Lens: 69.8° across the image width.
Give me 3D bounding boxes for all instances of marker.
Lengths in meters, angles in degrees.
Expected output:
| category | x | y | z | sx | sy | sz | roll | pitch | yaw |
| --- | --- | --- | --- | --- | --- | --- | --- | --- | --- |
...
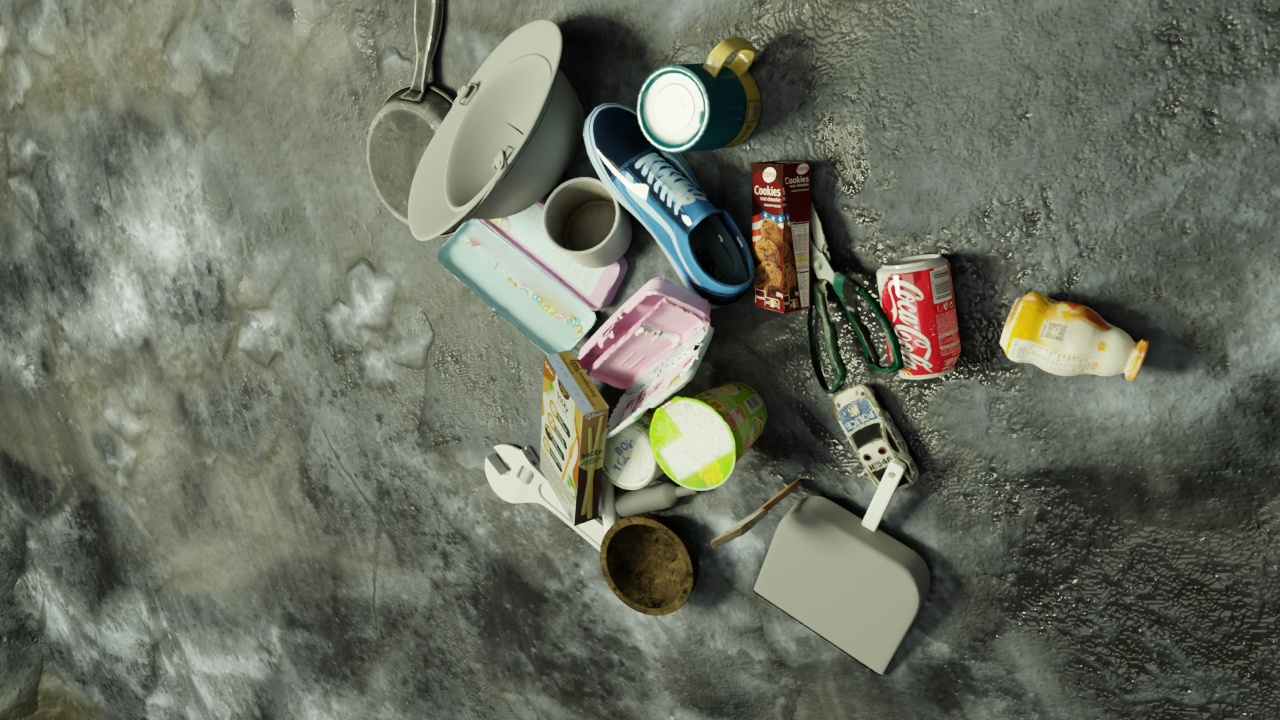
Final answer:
| category | x | y | z | sx | sy | sz | roll | pitch | yaw |
| --- | --- | --- | --- | --- | --- | --- | --- | --- | --- |
| marker | -0.038 | 0.177 | 1.115 | 0.020 | 0.020 | 0.141 | -3 | 97 | 34 |

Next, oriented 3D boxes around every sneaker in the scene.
| category | x | y | z | sx | sy | sz | roll | pitch | yaw |
| --- | --- | --- | --- | --- | --- | --- | --- | --- | --- |
| sneaker | 0.038 | -0.165 | 0.906 | 0.241 | 0.083 | 0.098 | 55 | 161 | -1 |

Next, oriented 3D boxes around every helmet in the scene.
| category | x | y | z | sx | sy | sz | roll | pitch | yaw |
| --- | --- | --- | --- | --- | --- | --- | --- | --- | --- |
| helmet | -0.134 | -0.225 | 1.000 | 0.272 | 0.117 | 0.183 | -50 | 43 | 19 |

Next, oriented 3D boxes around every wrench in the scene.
| category | x | y | z | sx | sy | sz | roll | pitch | yaw |
| --- | --- | --- | --- | --- | --- | --- | --- | --- | --- |
| wrench | -0.093 | 0.200 | 1.170 | 0.273 | 0.018 | 0.087 | 37 | 122 | 17 |

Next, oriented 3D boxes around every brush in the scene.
| category | x | y | z | sx | sy | sz | roll | pitch | yaw |
| --- | --- | --- | --- | --- | --- | --- | --- | --- | --- |
| brush | 0.127 | 0.150 | 0.931 | 0.045 | 0.142 | 0.008 | -38 | 82 | 44 |

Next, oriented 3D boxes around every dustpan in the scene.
| category | x | y | z | sx | sy | sz | roll | pitch | yaw |
| --- | --- | --- | --- | --- | --- | --- | --- | --- | --- |
| dustpan | 0.219 | 0.198 | 0.941 | 0.163 | 0.033 | 0.258 | 30 | 135 | 22 |

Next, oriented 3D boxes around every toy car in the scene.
| category | x | y | z | sx | sy | sz | roll | pitch | yaw |
| --- | --- | --- | --- | --- | --- | --- | --- | --- | --- |
| toy car | 0.230 | 0.078 | 0.904 | 0.049 | 0.040 | 0.113 | -32 | 86 | 35 |

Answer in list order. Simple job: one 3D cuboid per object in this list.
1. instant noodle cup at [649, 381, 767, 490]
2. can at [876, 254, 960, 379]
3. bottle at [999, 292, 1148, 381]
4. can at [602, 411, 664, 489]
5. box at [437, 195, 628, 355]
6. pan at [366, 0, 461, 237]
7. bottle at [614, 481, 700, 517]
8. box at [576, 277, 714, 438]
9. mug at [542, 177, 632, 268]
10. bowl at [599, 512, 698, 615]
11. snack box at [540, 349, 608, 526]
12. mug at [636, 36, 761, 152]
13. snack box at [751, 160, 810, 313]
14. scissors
| category | x | y | z | sx | sy | sz | roll | pitch | yaw |
| --- | --- | --- | --- | --- | --- | --- | --- | --- | --- |
| instant noodle cup | 0.079 | 0.071 | 0.958 | 0.099 | 0.107 | 0.099 | 11 | 111 | 31 |
| can | 0.254 | -0.040 | 0.835 | 0.064 | 0.064 | 0.105 | -4 | 103 | 34 |
| bottle | 0.365 | -0.016 | 0.773 | 0.109 | 0.063 | 0.063 | 20 | 115 | 24 |
| can | -0.009 | 0.104 | 1.067 | 0.086 | 0.043 | 0.086 | 10 | 109 | 29 |
| box | -0.128 | -0.115 | 1.071 | 0.214 | 0.048 | 0.150 | 40 | 102 | 17 |
| pan | -0.262 | -0.321 | 1.101 | 0.187 | 0.055 | 0.357 | 18 | 118 | 28 |
| bottle | 0.022 | 0.159 | 1.072 | 0.113 | 0.030 | 0.030 | -19 | 94 | 36 |
| box | -0.004 | 0.008 | 0.959 | 0.087 | 0.102 | 0.202 | 22 | 149 | -18 |
| mug | -0.047 | -0.157 | 0.983 | 0.084 | 0.070 | 0.113 | 35 | 90 | 17 |
| bowl | 0.018 | 0.232 | 1.080 | 0.121 | 0.056 | 0.121 | 7 | 105 | 27 |
| snack box | -0.079 | 0.092 | 1.060 | 0.101 | 0.031 | 0.186 | 53 | 148 | 39 |
| mug | 0.063 | -0.253 | 0.867 | 0.083 | 0.107 | 0.114 | 45 | 124 | 16 |
| snack box | 0.136 | -0.121 | 0.893 | 0.051 | 0.031 | 0.141 | 25 | 122 | 59 |
| scissors | 0.177 | -0.058 | 0.898 | 0.209 | 0.015 | 0.147 | 67 | 157 | 21 |
